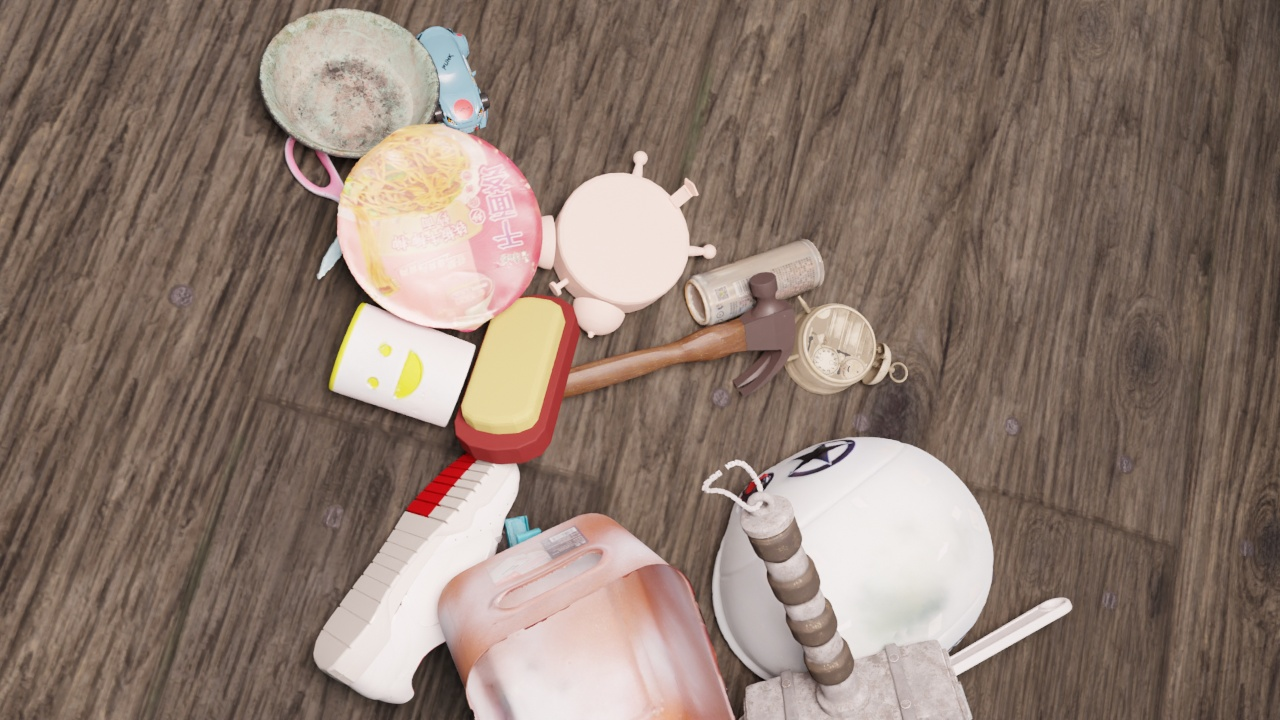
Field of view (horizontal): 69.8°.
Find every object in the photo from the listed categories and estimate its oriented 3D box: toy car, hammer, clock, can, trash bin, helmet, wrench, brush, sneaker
[{"bbox_3d":[-0.185,-0.276,0.892,0.060,0.027,0.107,-21,87,-17],"label":"toy car"},{"bbox_3d":[0.135,0.206,0.705,0.177,0.079,0.326,-19,116,13],"label":"hammer"},{"bbox_3d":[0.214,-0.008,0.944,0.141,0.055,0.092,19,77,-9],"label":"clock"},{"bbox_3d":[0.115,-0.079,0.928,0.135,0.054,0.054,-20,87,-17],"label":"can"},{"bbox_3d":[-0.040,0.277,0.748,0.181,0.157,0.260,-24,108,-17],"label":"trash bin"},{"bbox_3d":[-0.005,0.005,0.876,0.322,0.033,0.115,-15,121,-9],"label":"hammer"},{"bbox_3d":[0.201,0.192,0.842,0.263,0.164,0.236,-32,85,-11],"label":"helmet"},{"bbox_3d":[-0.020,-0.114,0.887,0.160,0.086,0.131,-37,92,-11],"label":"clock"},{"bbox_3d":[0.321,0.294,0.904,0.272,0.066,0.018,-21,86,-19],"label":"wrench"},{"bbox_3d":[-0.109,0.008,0.818,0.082,0.042,0.173,3,53,12],"label":"brush"},{"bbox_3d":[-0.168,0.189,0.804,0.104,0.090,0.236,46,64,-26],"label":"sneaker"}]

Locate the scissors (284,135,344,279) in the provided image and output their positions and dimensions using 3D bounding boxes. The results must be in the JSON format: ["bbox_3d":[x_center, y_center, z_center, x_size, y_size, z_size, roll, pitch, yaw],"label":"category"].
[{"bbox_3d":[-0.252,-0.156,0.863,0.173,0.014,0.170,-30,89,-17],"label":"scissors"}]

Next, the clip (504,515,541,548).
[{"bbox_3d":[-0.103,0.203,0.836,0.027,0.104,0.120,-9,91,-14],"label":"clip"}]

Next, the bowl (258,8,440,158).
[{"bbox_3d":[-0.268,-0.249,0.851,0.157,0.039,0.157,5,71,-14],"label":"bowl"}]

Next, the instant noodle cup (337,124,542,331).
[{"bbox_3d":[-0.184,-0.112,0.835,0.178,0.078,0.178,2,83,-20],"label":"instant noodle cup"}]

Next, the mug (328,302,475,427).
[{"bbox_3d":[-0.210,0.005,0.814,0.106,0.083,0.082,20,77,-12],"label":"mug"}]

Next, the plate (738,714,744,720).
[{"bbox_3d":[0.172,0.365,0.846,0.188,0.016,0.189,3,116,5],"label":"plate"}]
